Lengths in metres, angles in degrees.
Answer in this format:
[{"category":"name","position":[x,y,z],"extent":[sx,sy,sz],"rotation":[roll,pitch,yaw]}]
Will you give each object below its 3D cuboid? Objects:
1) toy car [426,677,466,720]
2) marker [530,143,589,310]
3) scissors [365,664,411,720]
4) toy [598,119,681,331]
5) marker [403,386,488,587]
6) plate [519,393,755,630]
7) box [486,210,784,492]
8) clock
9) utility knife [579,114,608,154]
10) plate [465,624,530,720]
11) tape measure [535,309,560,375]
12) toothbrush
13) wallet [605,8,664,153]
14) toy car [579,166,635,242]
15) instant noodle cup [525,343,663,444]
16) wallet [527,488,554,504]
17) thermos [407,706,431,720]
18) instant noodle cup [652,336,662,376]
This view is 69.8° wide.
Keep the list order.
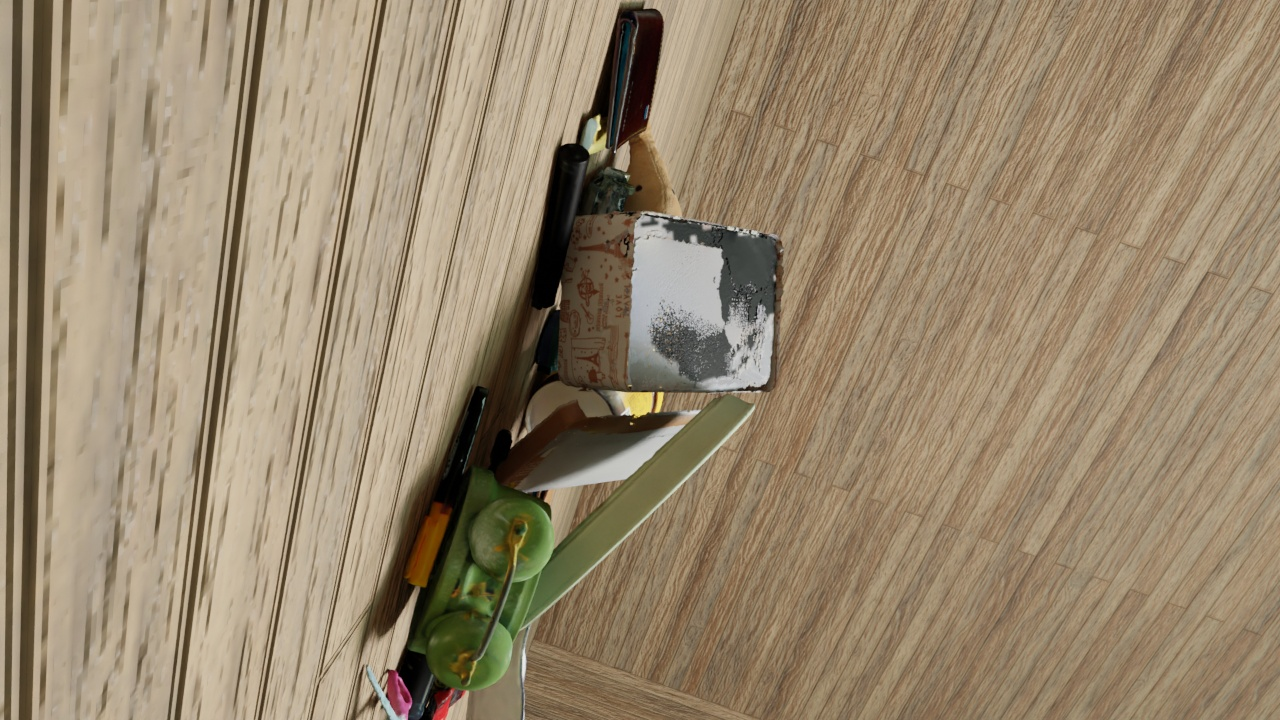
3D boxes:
[{"category":"toy car","position":[-0.182,0.311,0.892],"extent":[0.106,0.031,0.049],"rotation":[-64,173,-62]},{"category":"marker","position":[-0.056,-0.086,0.614],"extent":[0.022,0.020,0.132],"rotation":[-48,165,-42]},{"category":"scissors","position":[-0.147,0.227,0.566],"extent":[0.131,0.017,0.133],"rotation":[-129,-158,-56]},{"category":"toy","position":[-0.003,-0.122,0.854],"extent":[0.143,0.082,0.226],"rotation":[50,-50,48]},{"category":"marker","position":[-0.115,0.074,0.550],"extent":[0.018,0.015,0.123],"rotation":[1,-110,60]},{"category":"plate","position":[-0.010,0.102,0.654],"extent":[0.230,0.027,0.230],"rotation":[-44,175,-5]},{"category":"box","position":[0.004,0.010,0.724],"extent":[0.179,0.133,0.272],"rotation":[0,121,-45]},{"category":"clock","position":[-0.095,0.128,0.551],"extent":[0.161,0.056,0.116],"rotation":[-163,-87,-78]},{"category":"utility knife","position":[-0.026,-0.181,0.715],"extent":[0.208,0.021,0.031],"rotation":[-81,-166,-71]},{"category":"plate","position":[-0.118,0.275,0.771],"extent":[0.205,0.045,0.205],"rotation":[-176,-88,-84]},{"category":"tape measure","position":[-0.072,-0.016,0.805],"extent":[0.054,0.025,0.058],"rotation":[-59,169,-84]},{"category":"toothbrush","position":[-0.133,0.151,0.667],"extent":[0.027,0.026,0.212],"rotation":[62,45,-71]},{"category":"wallet","position":[-0.005,-0.212,0.685],"extent":[0.122,0.020,0.096],"rotation":[-64,163,-66]},{"category":"toy car","position":[-0.030,-0.129,0.760],"extent":[0.120,0.037,0.054],"rotation":[-93,-160,-71]},{"category":"instant noodle cup","position":[-0.048,0.043,0.891],"extent":[0.114,0.118,0.119],"rotation":[-50,160,-66]},{"category":"wallet","position":[-0.112,0.173,0.895],"extent":[0.131,0.035,0.118],"rotation":[108,-6,-51]},{"category":"thermos","position":[-0.173,0.304,0.644],"extent":[0.243,0.068,0.090],"rotation":[113,-34,-78]},{"category":"instant noodle cup","position":[-0.033,-0.004,1.038],"extent":[0.116,0.116,0.124],"rotation":[-68,165,-54]}]
